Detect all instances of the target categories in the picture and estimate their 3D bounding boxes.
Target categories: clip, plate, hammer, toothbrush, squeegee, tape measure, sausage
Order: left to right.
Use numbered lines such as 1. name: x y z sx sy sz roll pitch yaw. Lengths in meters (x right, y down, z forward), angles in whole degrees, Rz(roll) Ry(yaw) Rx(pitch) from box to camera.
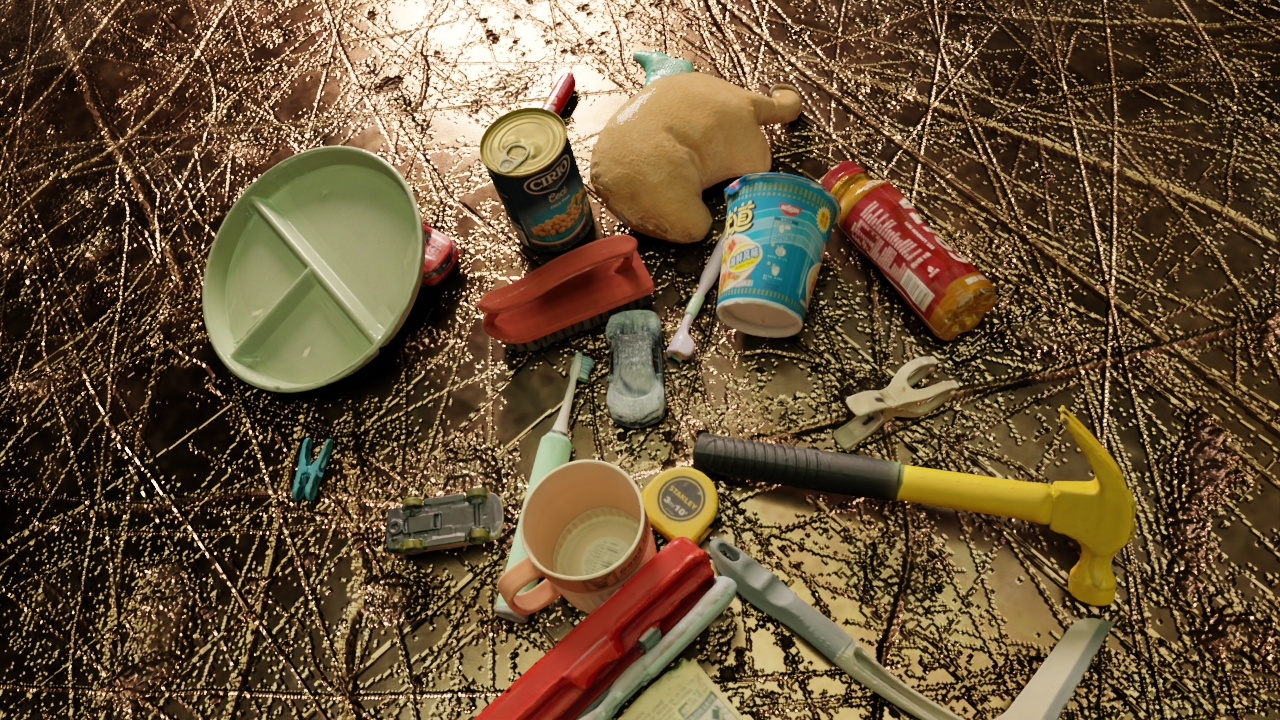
1. clip: -0.272 0.089 0.755 0.041 0.014 0.056 3 60 11
2. plate: -0.288 -0.081 0.812 0.230 0.027 0.230 -5 74 17
3. sausage: -0.098 -0.228 0.902 0.020 0.020 0.155 16 65 17
4. toothbrush: -0.072 0.091 0.716 0.027 0.027 0.224 24 61 -22
5. tape measure: 0.031 0.110 0.688 0.060 0.029 0.057 37 73 25
6. toothbrush: 0.067 -0.081 0.795 0.029 0.021 0.188 -2 54 45
7. squeegee: 0.144 0.198 0.618 0.247 0.039 0.245 31 52 28
8. clip: 0.195 0.033 0.705 0.098 0.064 0.034 -27 62 -15
9. hammer: 0.184 0.086 0.653 0.301 0.032 0.129 6 105 21

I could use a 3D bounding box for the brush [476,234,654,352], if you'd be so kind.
1. brush: -0.066 -0.058 0.773 0.146 0.069 0.063 -23 59 -4

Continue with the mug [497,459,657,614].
1. mug: -0.044 0.137 0.640 0.114 0.106 0.081 -35 62 -11

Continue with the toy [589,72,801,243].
1. toy: 0.053 -0.206 0.834 0.143 0.083 0.225 43 72 4

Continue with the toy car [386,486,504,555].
1. toy car: -0.148 0.125 0.703 0.090 0.035 0.042 -10 62 2

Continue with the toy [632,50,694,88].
1. toy: 0.027 -0.258 0.895 0.096 0.030 0.091 16 69 8

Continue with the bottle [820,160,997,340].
1. bottle: 0.214 -0.097 0.758 0.057 0.057 0.175 -30 61 -8

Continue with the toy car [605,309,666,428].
1. toy car: -0.004 0.004 0.751 0.049 0.031 0.105 -6 61 6

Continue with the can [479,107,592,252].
1. can: -0.089 -0.156 0.808 0.075 0.111 0.075 -5 60 8

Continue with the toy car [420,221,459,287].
1. toy car: -0.223 -0.110 0.841 0.120 0.045 0.052 25 69 18

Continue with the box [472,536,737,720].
1. box: -0.018 0.211 0.608 0.201 0.091 0.068 -40 62 -13

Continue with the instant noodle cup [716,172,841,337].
1. instant noodle cup: 0.106 -0.081 0.752 0.099 0.099 0.109 9 72 13

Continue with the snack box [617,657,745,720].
1. snack box: -0.019 0.307 0.559 0.239 0.063 0.114 -41 71 -14
